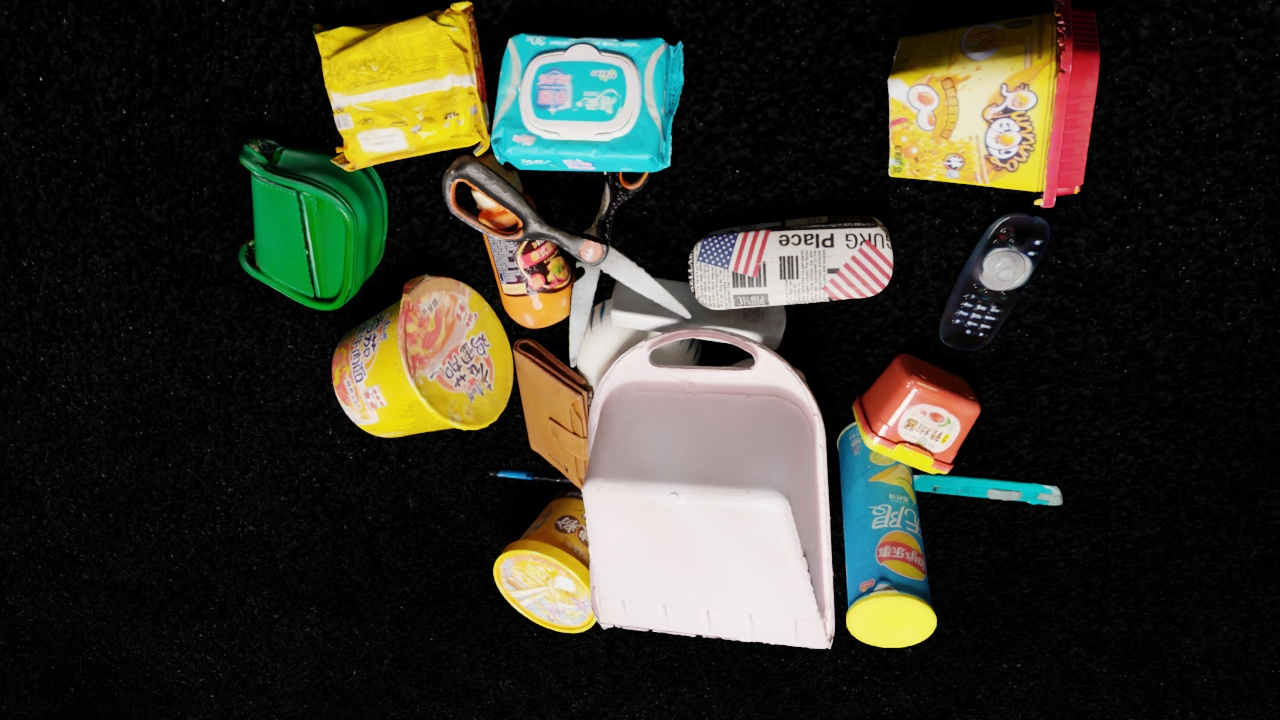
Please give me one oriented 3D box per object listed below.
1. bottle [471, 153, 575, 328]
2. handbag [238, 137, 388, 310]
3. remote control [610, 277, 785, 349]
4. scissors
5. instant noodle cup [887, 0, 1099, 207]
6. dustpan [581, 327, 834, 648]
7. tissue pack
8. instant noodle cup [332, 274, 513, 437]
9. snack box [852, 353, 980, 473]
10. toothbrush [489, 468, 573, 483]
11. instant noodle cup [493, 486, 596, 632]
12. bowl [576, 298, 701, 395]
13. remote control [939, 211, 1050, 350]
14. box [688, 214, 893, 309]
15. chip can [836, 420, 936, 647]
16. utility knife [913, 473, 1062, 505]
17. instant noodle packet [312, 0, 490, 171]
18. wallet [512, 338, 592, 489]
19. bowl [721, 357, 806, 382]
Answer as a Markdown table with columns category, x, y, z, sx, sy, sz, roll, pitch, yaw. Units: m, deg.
| category | x | y | z | sx | sy | sz | roll | pitch | yaw |
| --- | --- | --- | --- | --- | --- | --- | --- | --- | --- |
| bottle | -0.102 | -0.102 | 0.765 | 0.067 | 0.066 | 0.149 | -11 | 120 | 17 |
| handbag | -0.281 | -0.118 | 0.778 | 0.120 | 0.067 | 0.132 | 21 | 131 | 0 |
| remote control | 0.050 | -0.042 | 0.790 | 0.150 | 0.058 | 0.021 | 10 | 133 | 2 |
| scissors | -0.049 | -0.105 | 0.724 | 0.221 | 0.021 | 0.234 | 16 | 109 | -9 |
| instant noodle cup | 0.235 | -0.174 | 0.623 | 0.124 | 0.115 | 0.116 | 5 | 132 | 21 |
| dustpan | 0.061 | 0.115 | 0.796 | 0.223 | 0.138 | 0.274 | 3 | 135 | 14 |
| tissue pack | -0.036 | -0.184 | 0.659 | 0.133 | 0.093 | 0.050 | 3 | 174 | 6 |
| instant noodle cup | -0.200 | 0.005 | 0.827 | 0.110 | 0.137 | 0.138 | -16 | 126 | 32 |
| snack box | 0.249 | 0.045 | 0.824 | 0.091 | 0.081 | 0.080 | 22 | 116 | -11 |
| toothbrush | -0.070 | 0.124 | 0.978 | 0.189 | 0.014 | 0.016 | 4 | 129 | 7 |
| instant noodle cup | -0.075 | 0.204 | 0.966 | 0.118 | 0.114 | 0.119 | 15 | 130 | 19 |
| bowl | -0.005 | 0.005 | 0.832 | 0.116 | 0.066 | 0.117 | 5 | 130 | 5 |
| remote control | 0.288 | -0.066 | 0.754 | 0.053 | 0.024 | 0.137 | 14 | 129 | -1 |
| box | 0.119 | -0.077 | 0.735 | 0.164 | 0.082 | 0.075 | -2 | 123 | 14 |
| chip can | 0.216 | 0.147 | 0.823 | 0.071 | 0.209 | 0.071 | 4 | 131 | 5 |
| utility knife | 0.341 | 0.129 | 0.918 | 0.166 | 0.013 | 0.029 | 5 | 129 | 5 |
| instant noodle packet | -0.178 | -0.203 | 0.686 | 0.128 | 0.044 | 0.111 | -5 | 103 | 11 |
| wallet | -0.078 | 0.055 | 0.876 | 0.108 | 0.031 | 0.132 | 36 | 144 | 36 |
| bowl | 0.092 | 0.042 | 0.839 | 0.062 | 0.113 | 0.114 | 35 | 142 | 35 |
